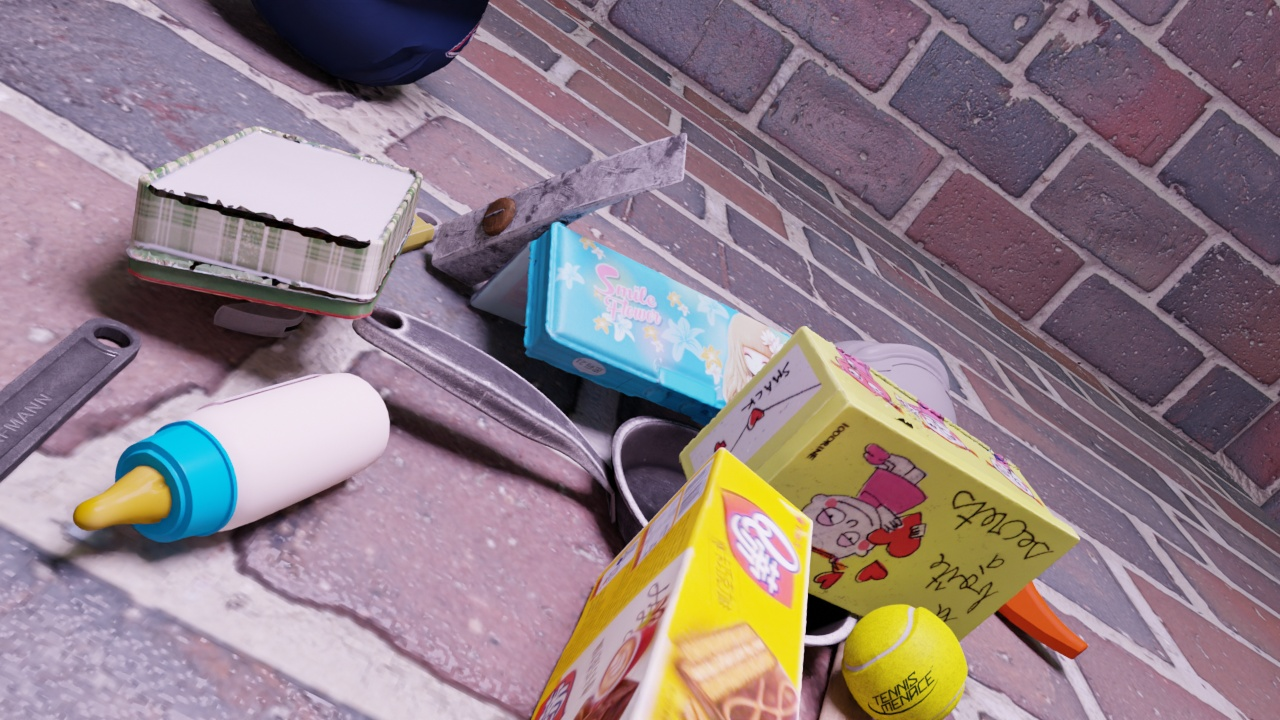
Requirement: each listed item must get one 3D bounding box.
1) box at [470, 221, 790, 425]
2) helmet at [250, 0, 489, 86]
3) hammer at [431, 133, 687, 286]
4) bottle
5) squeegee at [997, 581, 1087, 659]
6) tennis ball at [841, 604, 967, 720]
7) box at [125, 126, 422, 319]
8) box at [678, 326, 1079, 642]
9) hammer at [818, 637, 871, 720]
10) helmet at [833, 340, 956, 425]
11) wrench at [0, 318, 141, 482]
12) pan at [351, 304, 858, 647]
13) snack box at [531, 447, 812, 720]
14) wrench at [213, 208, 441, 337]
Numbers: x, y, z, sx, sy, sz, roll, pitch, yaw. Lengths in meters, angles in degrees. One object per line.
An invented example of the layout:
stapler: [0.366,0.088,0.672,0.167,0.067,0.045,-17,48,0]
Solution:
box: [-0.004,0.004,0.665,0.226,0.122,0.097,22,54,-33]
helmet: [-0.231,-0.365,0.848,0.272,0.224,0.231,6,41,1]
hammer: [0.022,-0.052,0.708,0.300,0.218,0.037,32,55,-44]
bottle: [-0.164,0.041,0.375,0.051,0.051,0.146,41,22,10]
squeegee: [0.315,0.182,0.808,0.184,0.055,0.249,51,11,32]
tennis ball: [0.146,0.169,0.508,0.065,0.065,0.065,31,23,-15]
box: [-0.189,-0.082,0.512,0.117,0.049,0.205,15,19,-14]
box: [0.146,0.087,0.556,0.221,0.125,0.080,32,23,-28]
hammer: [0.088,0.217,0.446,0.119,0.031,0.330,40,19,8]
helmet: [0.251,0.041,0.910,0.271,0.118,0.183,24,25,-33]
wrench: [-0.235,0.046,0.304,0.073,0.018,0.272,30,21,-16]
pan: [-0.011,0.068,0.544,0.356,0.055,0.187,27,23,-22]
snack box: [0.007,0.132,0.366,0.061,0.110,0.229,39,22,-2]
wrench: [-0.194,-0.070,0.596,0.083,0.018,0.272,38,22,3]
